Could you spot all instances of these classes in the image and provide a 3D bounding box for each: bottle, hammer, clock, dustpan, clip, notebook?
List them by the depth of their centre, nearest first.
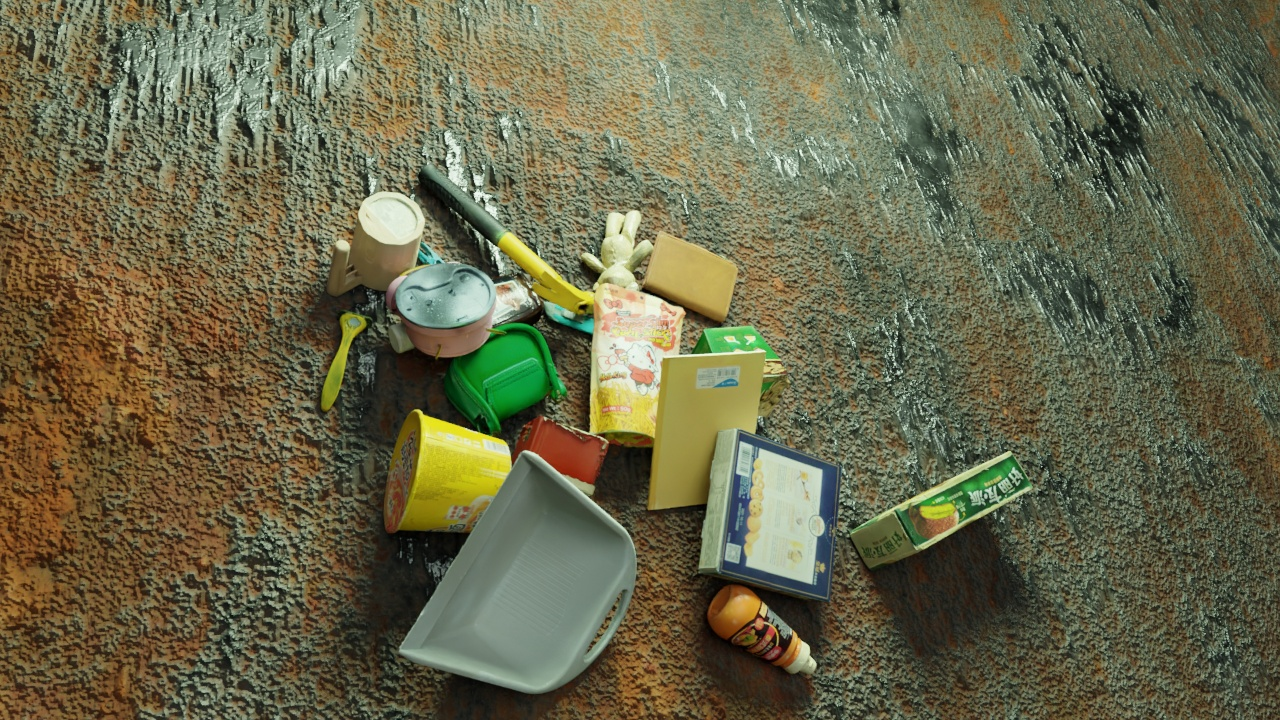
[{"bbox_3d":[-0.096,0.243,0.959,0.143,0.258,0.222,29,78,12],"label":"dustpan"},{"bbox_3d":[-0.240,-0.070,1.106,0.117,0.060,0.158,-23,52,-25],"label":"clock"},{"bbox_3d":[0.153,0.334,1.114,0.149,0.067,0.066,37,56,-9],"label":"bottle"},{"bbox_3d":[0.083,0.089,1.157,0.145,0.010,0.206,-3,110,-24],"label":"notebook"},{"bbox_3d":[-0.223,-0.055,1.171,0.194,0.044,0.080,-21,65,-29],"label":"bottle"},{"bbox_3d":[-0.276,-0.132,1.208,0.057,0.014,0.047,47,58,7],"label":"clip"},{"bbox_3d":[-0.184,-0.162,1.224,0.301,0.128,0.033,41,100,13],"label":"hammer"}]

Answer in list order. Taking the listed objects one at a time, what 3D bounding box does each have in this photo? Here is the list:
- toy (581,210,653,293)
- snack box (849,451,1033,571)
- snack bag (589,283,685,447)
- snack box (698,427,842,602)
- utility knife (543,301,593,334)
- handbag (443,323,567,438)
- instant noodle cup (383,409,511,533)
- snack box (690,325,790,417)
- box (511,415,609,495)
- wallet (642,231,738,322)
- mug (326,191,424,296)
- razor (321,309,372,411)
[{"bbox_3d":[-0.029,-0.151,1.298,0.105,0.066,0.157,-3,55,12],"label":"toy"},{"bbox_3d":[0.411,0.204,1.254,0.239,0.115,0.063,-18,73,-30],"label":"snack box"},{"bbox_3d":[-0.007,0.007,1.193,0.128,0.073,0.207,13,68,-18],"label":"snack bag"},{"bbox_3d":[0.166,0.196,1.149,0.182,0.046,0.177,21,67,-28],"label":"snack box"},{"bbox_3d":[-0.062,-0.047,1.251,0.151,0.013,0.029,19,55,-13],"label":"utility knife"},{"bbox_3d":[-0.167,0.024,1.137,0.131,0.068,0.120,-30,78,-32],"label":"handbag"},{"bbox_3d":[-0.215,0.132,1.027,0.109,0.138,0.137,15,59,-26],"label":"instant noodle cup"},{"bbox_3d":[0.120,0.018,1.244,0.117,0.118,0.105,-5,53,-25],"label":"snack box"},{"bbox_3d":[-0.094,0.106,1.055,0.091,0.168,0.080,22,77,-11],"label":"box"},{"bbox_3d":[0.077,-0.130,1.340,0.130,0.035,0.118,23,58,-12],"label":"wallet"},{"bbox_3d":[-0.330,-0.139,1.134,0.124,0.104,0.084,-37,81,-34],"label":"mug"},{"bbox_3d":[-0.359,0.000,1.097,0.043,0.028,0.132,19,60,-17],"label":"razor"}]
